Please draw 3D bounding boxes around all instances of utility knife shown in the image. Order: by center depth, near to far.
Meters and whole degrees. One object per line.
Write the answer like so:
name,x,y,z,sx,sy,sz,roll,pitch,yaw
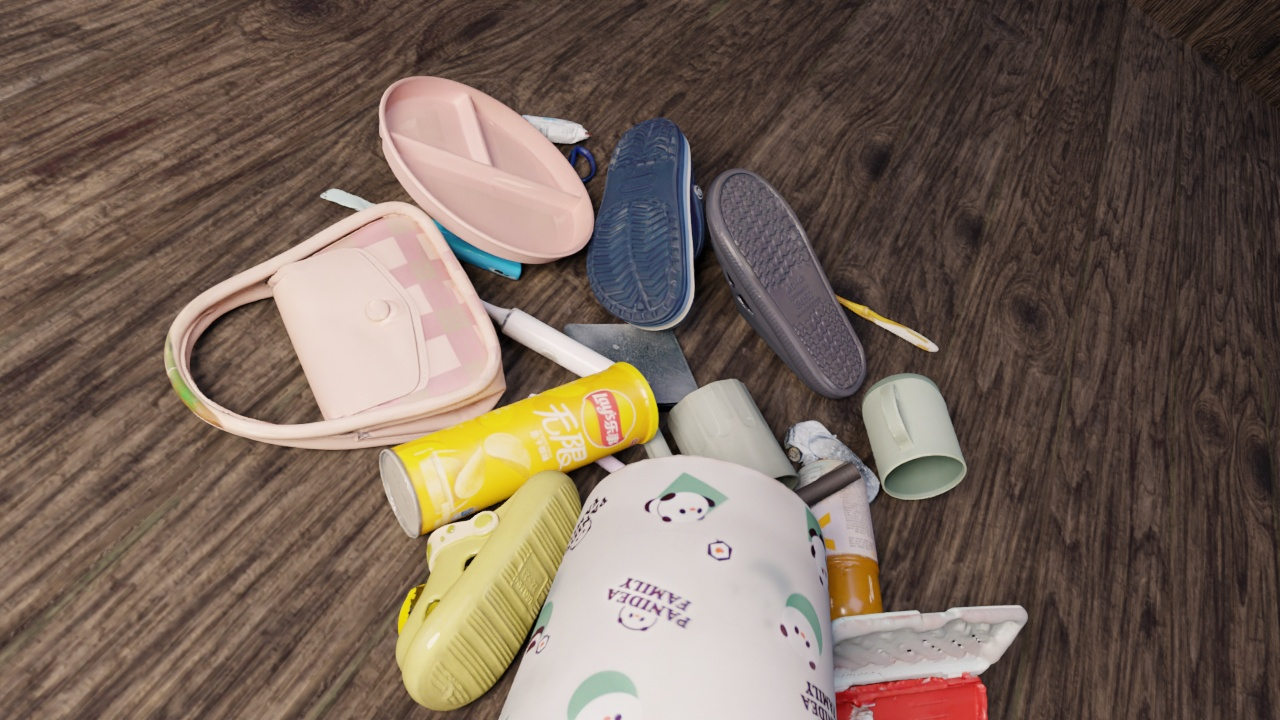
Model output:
utility knife,-0.200,-0.121,0.852,0.191,0.018,0.034,20,49,-14

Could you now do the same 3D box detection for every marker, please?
marker,0.129,0.125,0.796,0.132,0.020,0.022,-29,32,-1

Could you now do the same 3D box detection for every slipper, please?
slipper,-0.113,0.155,0.657,0.082,0.092,0.190,11,48,31
slipper,0.013,-0.132,0.934,0.095,0.105,0.252,41,42,-49
slipper,0.137,-0.071,0.972,0.110,0.084,0.268,-36,96,-38

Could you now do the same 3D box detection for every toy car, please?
toy car,0.187,0.099,0.893,0.105,0.031,0.048,42,46,7

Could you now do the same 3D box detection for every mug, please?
mug,0.063,0.082,0.800,0.123,0.084,0.103,-7,58,-33
mug,0.264,0.066,0.913,0.111,0.082,0.106,43,32,-43

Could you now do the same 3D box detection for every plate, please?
plate,-0.145,-0.179,0.871,0.229,0.028,0.229,29,36,-24

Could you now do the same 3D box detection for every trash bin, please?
trash bin,0.024,0.213,0.591,0.229,0.230,0.251,26,43,-10

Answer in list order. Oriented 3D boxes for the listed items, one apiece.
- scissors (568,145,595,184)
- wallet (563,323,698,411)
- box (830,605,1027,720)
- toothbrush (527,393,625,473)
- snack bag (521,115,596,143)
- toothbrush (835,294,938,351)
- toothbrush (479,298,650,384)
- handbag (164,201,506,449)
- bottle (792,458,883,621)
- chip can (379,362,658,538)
scissors,-0.088,-0.178,0.963,0.176,0.012,0.161,37,47,-2
wallet,-0.005,0.005,0.866,0.120,0.019,0.097,-2,56,-32
box,0.203,0.256,0.716,0.200,0.161,0.060,4,15,-27
toothbrush,-0.023,0.091,0.788,0.189,0.029,0.021,35,9,-3
snack bag,-0.099,-0.251,1.001,0.105,0.026,0.045,-3,19,-30
toothbrush,0.268,-0.056,1.065,0.191,0.018,0.016,27,49,-9
toothbrush,-0.093,-0.023,0.819,0.221,0.027,0.026,29,56,6
handbag,-0.240,-0.014,0.713,0.233,0.094,0.193,-18,65,-30
bottle,0.172,0.179,0.796,0.068,0.068,0.189,16,50,-18
chip can,-0.090,0.065,0.716,0.212,0.072,0.072,-20,67,-31
